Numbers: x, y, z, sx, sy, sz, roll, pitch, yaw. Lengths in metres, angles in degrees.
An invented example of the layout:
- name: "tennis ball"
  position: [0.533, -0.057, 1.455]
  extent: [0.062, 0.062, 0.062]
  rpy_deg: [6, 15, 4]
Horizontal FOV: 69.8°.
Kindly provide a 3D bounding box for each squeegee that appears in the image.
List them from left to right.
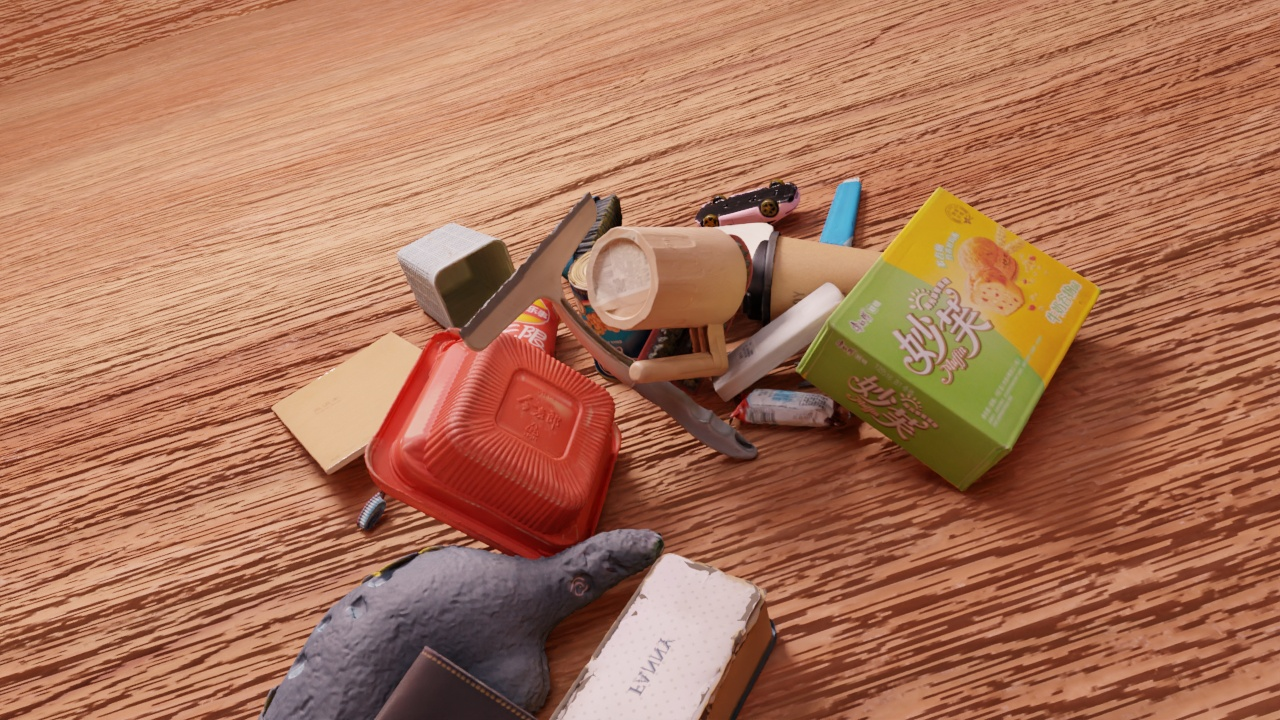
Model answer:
- name: "squeegee"
  position: [-0.004, 0.004, 0.743]
  extent: [0.039, 0.246, 0.245]
  rpy_deg: [-42, 11, 37]

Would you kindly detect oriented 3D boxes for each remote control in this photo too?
- name: "remote control"
  position: [0.120, -0.016, 0.798]
  extent: [0.135, 0.019, 0.056]
  rpy_deg: [-37, 18, 13]

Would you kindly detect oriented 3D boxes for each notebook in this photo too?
- name: "notebook"
  position: [-0.269, 0.035, 0.897]
  extent: [0.149, 0.012, 0.212]
  rpy_deg: [-35, 30, -22]

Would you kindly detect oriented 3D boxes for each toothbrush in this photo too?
- name: "toothbrush"
  position: [-0.191, 0.067, 0.806]
  extent: [0.017, 0.016, 0.187]
  rpy_deg: [12, 65, 51]

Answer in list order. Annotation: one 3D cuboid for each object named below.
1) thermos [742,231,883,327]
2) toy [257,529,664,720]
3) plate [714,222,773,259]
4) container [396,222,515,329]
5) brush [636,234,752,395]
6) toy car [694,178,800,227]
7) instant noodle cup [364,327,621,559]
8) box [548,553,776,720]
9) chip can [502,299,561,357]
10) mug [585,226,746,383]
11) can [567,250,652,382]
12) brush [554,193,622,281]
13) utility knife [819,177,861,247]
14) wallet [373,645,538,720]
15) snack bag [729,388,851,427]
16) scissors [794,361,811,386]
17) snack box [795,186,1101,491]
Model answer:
- name: "thermos"
  position: [0.171, -0.070, 0.850]
  extent: [0.143, 0.093, 0.092]
  rpy_deg: [6, 41, 13]
- name: "toy"
  position: [-0.146, 0.200, 0.613]
  extent: [0.355, 0.091, 0.138]
  rpy_deg: [-33, 53, -18]
- name: "plate"
  position: [0.052, -0.099, 0.946]
  extent: [0.164, 0.034, 0.163]
  rpy_deg: [-1, 25, 19]
- name: "container"
  position: [-0.200, -0.091, 1.004]
  extent: [0.089, 0.090, 0.111]
  rpy_deg: [-34, 38, -23]
- name: "brush"
  position: [0.053, -0.046, 0.824]
  extent: [0.063, 0.146, 0.069]
  rpy_deg: [26, 4, -5]
- name: "toy car"
  position: [0.121, -0.169, 1.032]
  extent: [0.123, 0.037, 0.056]
  rpy_deg: [-9, 33, 29]
- name: "instant noodle cup"
  position: [-0.095, 0.057, 0.700]
  extent: [0.079, 0.188, 0.164]
  rpy_deg: [-45, 21, 43]
- name: "box"
  position: [0.017, 0.202, 0.580]
  extent: [0.090, 0.059, 0.183]
  rpy_deg: [15, 44, 33]
- name: "chip can"
  position: [-0.118, 0.014, 0.852]
  extent: [0.073, 0.073, 0.216]
  rpy_deg: [-8, 38, 9]
- name: "mug"
  position: [0.023, -0.045, 0.727]
  extent: [0.084, 0.124, 0.103]
  rpy_deg: [-8, -1, 44]
- name: "can"
  position: [-0.019, -0.045, 0.859]
  extent: [0.075, 0.111, 0.075]
  rpy_deg: [-10, 38, 7]
- name: "brush"
  position: [-0.065, -0.138, 1.040]
  extent: [0.074, 0.055, 0.143]
  rpy_deg: [-3, 39, 15]
- name: "utility knife"
  position: [0.222, -0.162, 1.001]
  extent: [0.034, 0.018, 0.165]
  rpy_deg: [4, 39, 19]
- name: "wallet"
  position: [-0.125, 0.249, 0.547]
  extent: [0.096, 0.020, 0.122]
  rpy_deg: [31, 70, 8]
- name: "snack bag"
  position: [0.124, 0.040, 0.770]
  extent: [0.105, 0.026, 0.045]
  rpy_deg: [2, 23, 22]
- name: "scissors"
  position: [0.224, 0.005, 0.793]
  extent: [0.169, 0.012, 0.147]
  rpy_deg: [-29, 39, -15]
- name: "snack box"
  position: [0.245, -0.024, 0.722]
  extent: [0.158, 0.070, 0.209]
  rpy_deg: [37, 55, 12]
